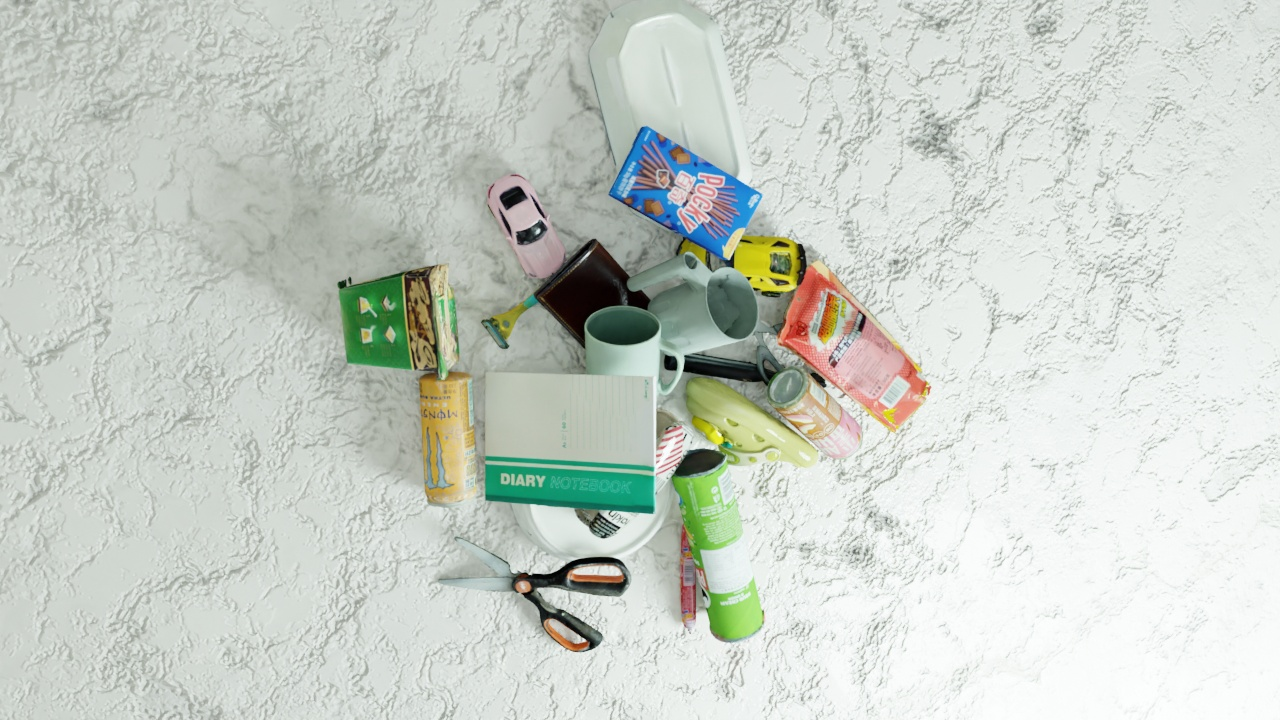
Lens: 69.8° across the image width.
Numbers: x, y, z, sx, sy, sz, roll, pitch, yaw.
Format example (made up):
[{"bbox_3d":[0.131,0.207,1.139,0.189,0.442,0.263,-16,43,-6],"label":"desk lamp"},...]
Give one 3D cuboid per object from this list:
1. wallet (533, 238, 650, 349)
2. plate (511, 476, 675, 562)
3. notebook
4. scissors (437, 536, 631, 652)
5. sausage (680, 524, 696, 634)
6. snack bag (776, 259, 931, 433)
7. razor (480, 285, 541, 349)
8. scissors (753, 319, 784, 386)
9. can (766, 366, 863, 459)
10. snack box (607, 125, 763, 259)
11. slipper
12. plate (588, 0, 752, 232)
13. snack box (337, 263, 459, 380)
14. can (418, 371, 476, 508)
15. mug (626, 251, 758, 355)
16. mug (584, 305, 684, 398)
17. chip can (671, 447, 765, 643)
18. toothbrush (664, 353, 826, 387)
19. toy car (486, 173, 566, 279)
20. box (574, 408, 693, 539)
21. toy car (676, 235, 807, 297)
[{"bbox_3d":[-0.049,-0.066,1.049,0.096,0.020,0.122,-43,122,1],"label":"wallet"},{"bbox_3d":[-0.051,0.148,1.084,0.204,0.045,0.205,-2,98,-14],"label":"plate"},{"bbox_3d":[-0.080,0.089,1.012,0.209,0.012,0.150,1,92,23],"label":"notebook"},{"bbox_3d":[-0.118,0.276,1.080,0.221,0.021,0.224,-14,117,8],"label":"scissors"},{"bbox_3d":[0.060,0.268,1.143,0.020,0.020,0.156,-2,99,-14],"label":"sausage"},{"bbox_3d":[0.260,-0.012,1.121,0.208,0.073,0.128,39,63,-14],"label":"snack bag"},{"bbox_3d":[-0.117,-0.068,1.041,0.132,0.028,0.043,-38,117,-7],"label":"razor"},{"bbox_3d":[0.141,-0.039,1.109,0.171,0.014,0.159,-3,82,-20],"label":"scissors"},{"bbox_3d":[0.211,0.065,1.103,0.058,0.058,0.147,-52,129,-2],"label":"can"},{"bbox_3d":[0.051,-0.185,1.026,0.157,0.026,0.084,27,92,-13],"label":"snack box"},{"bbox_3d":[0.127,0.092,1.097,0.190,0.091,0.081,30,93,-20],"label":"slipper"},{"bbox_3d":[0.041,-0.279,1.044,0.162,0.034,0.266,-17,102,-11],"label":"plate"},{"bbox_3d":[-0.256,-0.041,0.977,0.105,0.118,0.117,-4,99,-1],"label":"snack box"},{"bbox_3d":[-0.215,0.087,1.026,0.058,0.058,0.146,-3,99,-14],"label":"can"},{"bbox_3d":[0.055,-0.065,1.030,0.124,0.104,0.083,43,55,-24],"label":"mug"},{"bbox_3d":[-0.006,0.006,1.032,0.112,0.082,0.106,9,126,13],"label":"mug"},{"bbox_3d":[0.094,0.222,1.101,0.072,0.072,0.236,-18,110,-11],"label":"chip can"},{"bbox_3d":[0.132,0.013,1.118,0.212,0.026,0.027,8,64,-17],"label":"toothbrush"},{"bbox_3d":[-0.126,-0.148,1.023,0.056,0.037,0.122,-30,105,-6],"label":"toy car"},{"bbox_3d":[-0.010,0.126,1.048,0.163,0.079,0.074,-53,141,0],"label":"box"},{"bbox_3d":[0.119,-0.115,1.080,0.155,0.041,0.071,4,86,-13],"label":"toy car"}]
